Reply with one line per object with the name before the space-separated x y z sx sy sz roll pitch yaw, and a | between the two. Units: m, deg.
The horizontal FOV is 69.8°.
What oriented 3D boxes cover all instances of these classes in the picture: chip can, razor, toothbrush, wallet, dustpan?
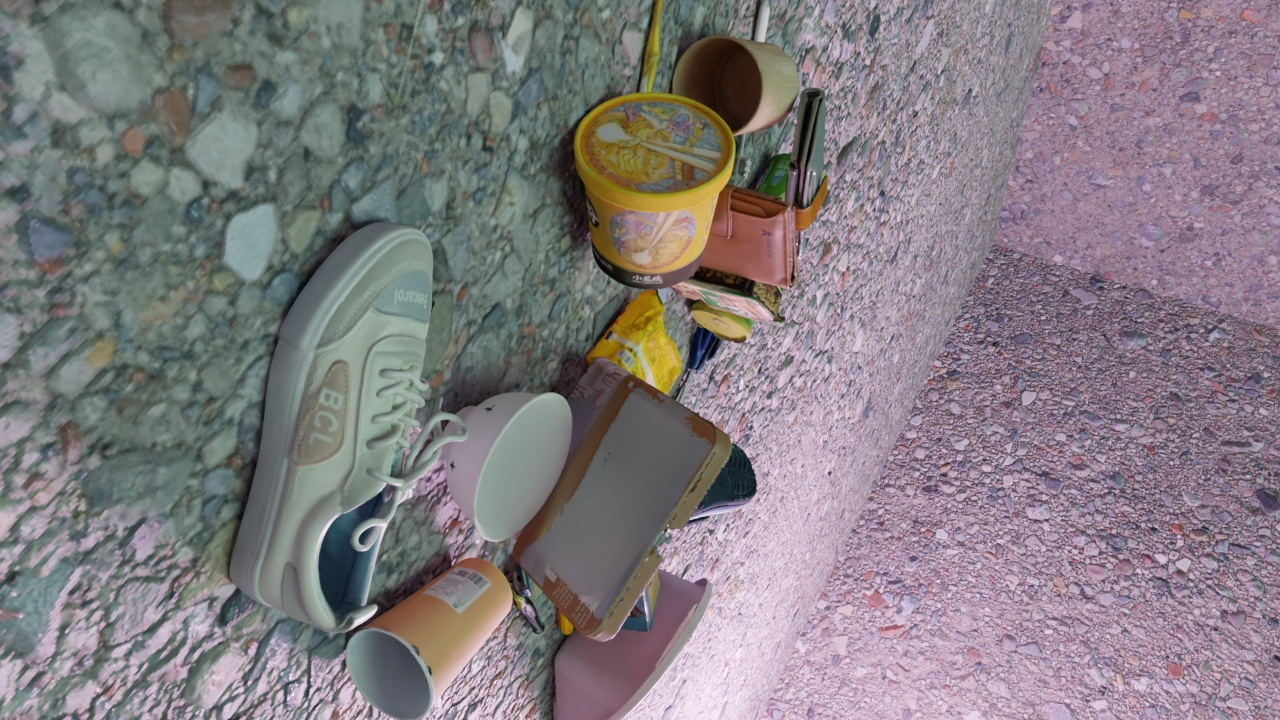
chip can | 0.135 -0.130 1.029 0.221 0.073 0.072 -62 156 -13
razor | -0.111 0.235 0.892 0.143 0.022 0.042 85 -9 -53
toothbrush | 0.011 -0.234 0.734 0.016 0.018 0.192 -29 137 -53
wallet | 0.159 -0.171 0.864 0.130 0.037 0.106 77 23 -57
toothbrush | 0.114 -0.270 0.928 0.016 0.016 0.180 -43 147 -48
wallet | 0.073 -0.116 0.805 0.031 0.132 0.108 -60 156 -29
dustpan | 0.000 0.365 1.099 0.221 0.139 0.274 -51 151 -35

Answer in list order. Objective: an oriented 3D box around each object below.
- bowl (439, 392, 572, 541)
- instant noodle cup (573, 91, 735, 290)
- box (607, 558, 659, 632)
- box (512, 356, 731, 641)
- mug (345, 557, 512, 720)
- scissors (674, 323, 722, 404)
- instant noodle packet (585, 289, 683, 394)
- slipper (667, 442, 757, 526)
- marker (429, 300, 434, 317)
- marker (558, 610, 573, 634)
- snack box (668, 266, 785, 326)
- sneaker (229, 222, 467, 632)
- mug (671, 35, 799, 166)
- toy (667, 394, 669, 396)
bowl | -0.110 0.068 0.686 0.118 0.065 0.118 -47 150 -38
instant noodle cup | 0.008 -0.127 0.714 0.118 0.118 0.115 -52 160 -31
box | -0.029 0.216 0.953 0.184 0.090 0.059 79 21 -50
box | 0.000 0.118 0.772 0.156 0.227 0.180 34 88 -39
mug | -0.156 0.206 0.708 0.122 0.078 0.078 -38 143 -58
scissors | 0.058 0.012 1.066 0.170 0.012 0.141 -51 153 -33
instant noodle packet | -0.005 0.005 0.884 0.110 0.044 0.128 -55 152 -22
slipper | 0.036 0.138 1.042 0.095 0.105 0.252 -33 159 34
marker | -0.163 0.020 0.590 0.022 0.018 0.131 18 94 -58
marker | -0.081 0.248 0.978 0.018 0.015 0.124 -48 148 -46
snack box | 0.094 -0.107 0.909 0.118 0.118 0.105 24 84 -66
sneaker | -0.158 0.042 0.528 0.089 0.091 0.242 5 106 -67
mug | 0.081 -0.225 0.820 0.103 0.084 0.125 -30 144 -57
toy | 0.007 0.077 0.940 0.039 0.084 0.107 135 -29 -55
